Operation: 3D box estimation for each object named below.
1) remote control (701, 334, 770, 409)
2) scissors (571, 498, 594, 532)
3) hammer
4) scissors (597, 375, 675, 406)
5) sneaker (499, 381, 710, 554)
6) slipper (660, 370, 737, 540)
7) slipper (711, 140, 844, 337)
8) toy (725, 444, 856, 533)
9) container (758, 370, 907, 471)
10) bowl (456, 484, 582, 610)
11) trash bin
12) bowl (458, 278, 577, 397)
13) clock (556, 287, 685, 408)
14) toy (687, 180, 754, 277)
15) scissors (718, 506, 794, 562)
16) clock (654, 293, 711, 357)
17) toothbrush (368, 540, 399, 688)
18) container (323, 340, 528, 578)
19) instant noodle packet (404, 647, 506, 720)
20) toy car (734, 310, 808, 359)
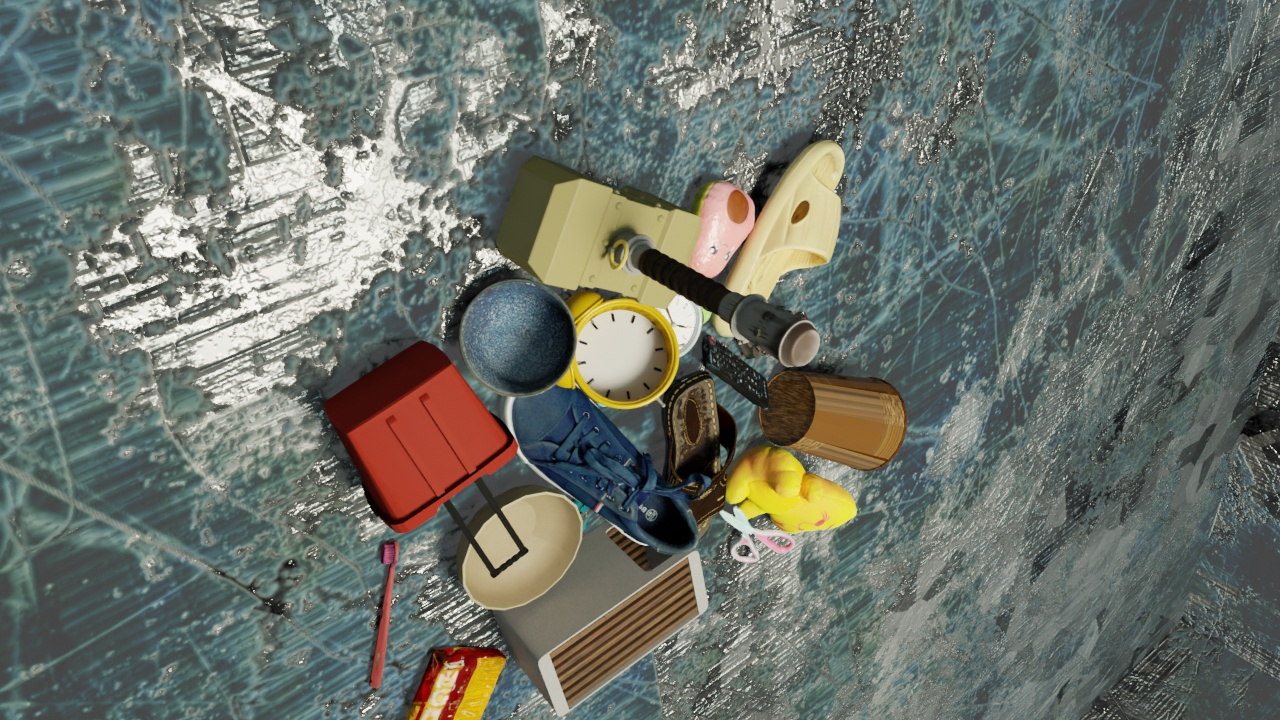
[{"bbox_3d":[0.118,0.018,1.149,0.022,0.047,0.150,-20,146,28],"label":"remote control"},{"bbox_3d":[-0.074,0.174,1.090,0.127,0.019,0.142,-18,130,-23],"label":"scissors"},{"bbox_3d":[0.033,-0.075,0.819,0.190,0.325,0.101,9,108,-42],"label":"hammer"},{"bbox_3d":[-0.008,0.007,1.060,0.133,0.015,0.135,-41,127,-16],"label":"scissors"},{"bbox_3d":[-0.029,0.118,1.000,0.120,0.127,0.294,-48,117,-9],"label":"sneaker"},{"bbox_3d":[0.074,0.134,1.148,0.112,0.076,0.268,-24,130,-29],"label":"slipper"},{"bbox_3d":[0.175,-0.132,1.066,0.261,0.079,0.111,-59,150,6],"label":"slipper"},{"bbox_3d":[0.203,0.184,1.282,0.193,0.135,0.087,32,48,-41],"label":"toy"},{"bbox_3d":[0.254,0.075,1.238,0.167,0.132,0.132,12,106,-37],"label":"container"},{"bbox_3d":[-0.142,0.202,1.030,0.152,0.050,0.152,-20,125,-30],"label":"bowl"},{"bbox_3d":[-0.047,0.297,1.119,0.228,0.114,0.115,-30,130,-23],"label":"trash bin"},{"bbox_3d":[-0.115,-0.022,0.903,0.114,0.114,0.060,-60,177,5],"label":"bowl"},{"bbox_3d":[-0.033,-0.010,0.954,0.152,0.052,0.113,20,82,-5],"label":"clock"},{"bbox_3d":[0.084,-0.142,1.015,0.090,0.051,0.110,19,98,-51],"label":"toy"},{"bbox_3d":[0.140,0.247,1.290,0.103,0.016,0.178,-27,139,25],"label":"scissors"},{"bbox_3d":[0.030,-0.050,1.027,0.094,0.042,0.119,41,79,-40],"label":"clock"},{"bbox_3d":[-0.278,0.275,0.986,0.016,0.016,0.190,-2,116,-34],"label":"toothbrush"},{"bbox_3d":[-0.192,0.100,0.876,0.147,0.127,0.201,-36,122,-18],"label":"container"},{"bbox_3d":[-0.224,0.400,1.087,0.098,0.040,0.135,15,102,-43],"label":"instant noodle packet"},{"bbox_3d":[0.167,-0.030,1.143,0.092,0.037,0.040,-21,136,13],"label":"toy car"}]
